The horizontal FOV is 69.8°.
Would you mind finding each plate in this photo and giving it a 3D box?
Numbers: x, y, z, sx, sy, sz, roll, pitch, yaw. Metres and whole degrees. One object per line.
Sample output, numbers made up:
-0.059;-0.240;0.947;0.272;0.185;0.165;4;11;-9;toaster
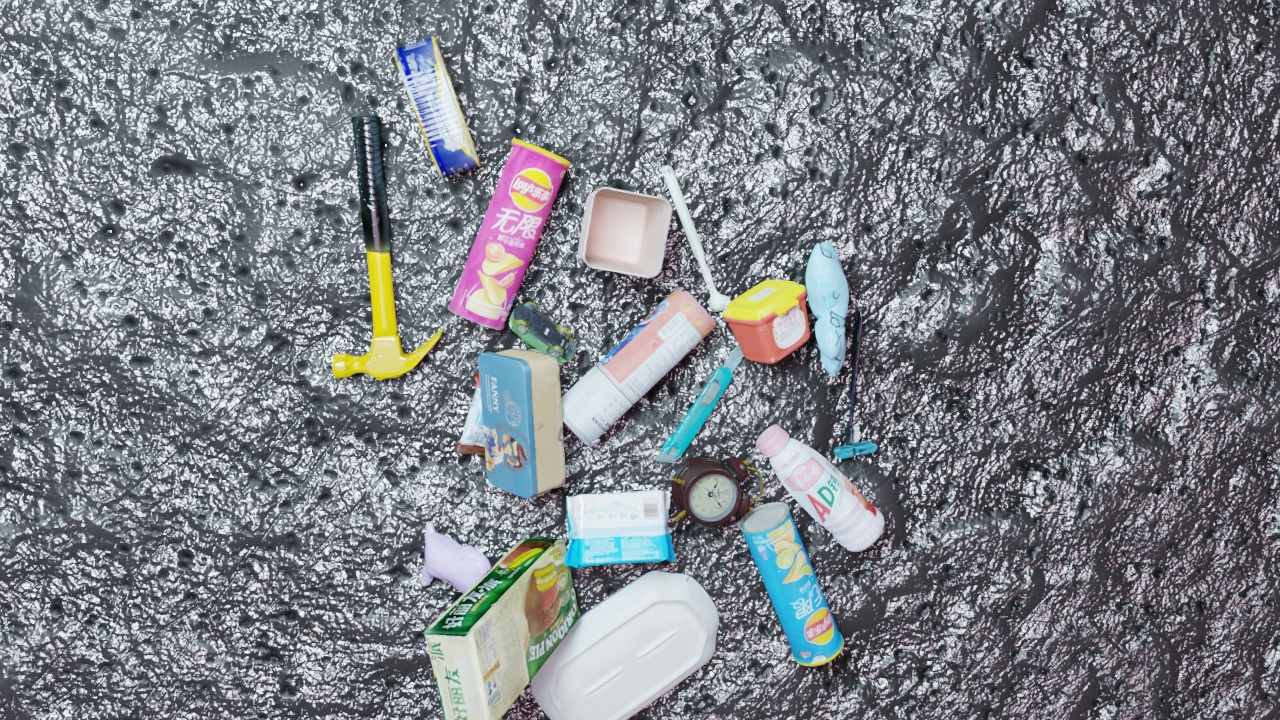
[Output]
-0.016;0.390;1.201;0.265;0.034;0.162;-33;104;-3;plate

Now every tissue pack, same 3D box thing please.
-0.027;0.210;1.144;0.140;0.063;0.090;-2;79;-12;tissue pack

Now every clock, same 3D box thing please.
0.097;0.165;1.170;0.122;0.055;0.082;-7;101;-11;clock

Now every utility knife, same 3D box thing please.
0.088;0.044;1.168;0.029;0.013;0.216;33;92;-14;utility knife

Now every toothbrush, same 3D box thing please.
0.282;0.022;1.199;0.018;0.015;0.181;-3;101;-16;toothbrush
0.066;-0.149;1.127;0.029;0.020;0.189;-17;103;26;toothbrush

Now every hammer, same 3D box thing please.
-0.301;-0.126;1.057;0.128;0.033;0.301;-5;101;-10;hammer

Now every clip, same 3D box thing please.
0.284;0.118;1.213;0.056;0.042;0.014;-13;100;-7;clip

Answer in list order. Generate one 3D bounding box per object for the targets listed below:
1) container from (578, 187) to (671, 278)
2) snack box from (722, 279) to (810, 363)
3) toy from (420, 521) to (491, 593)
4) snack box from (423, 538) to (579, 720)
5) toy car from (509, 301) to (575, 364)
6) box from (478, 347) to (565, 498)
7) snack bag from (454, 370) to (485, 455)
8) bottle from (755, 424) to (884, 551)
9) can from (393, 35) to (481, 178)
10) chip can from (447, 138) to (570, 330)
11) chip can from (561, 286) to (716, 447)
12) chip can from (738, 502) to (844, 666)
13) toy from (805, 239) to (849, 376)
-0.024;-0.149;1.062;0.090;0.111;0.090;8;98;-12;container
0.160;-0.046;1.126;0.091;0.082;0.080;-32;114;-27;snack box
-0.226;0.252;1.118;0.108;0.038;0.084;14;103;26;toy
-0.151;0.305;1.060;0.063;0.239;0.114;-5;103;21;snack box
-0.119;-0.031;1.100;0.091;0.043;0.036;41;132;-20;toy car
-0.139;0.066;1.082;0.061;0.090;0.184;-20;111;-45;box
-0.193;0.064;1.113;0.048;0.026;0.104;9;100;-35;snack bag
0.229;0.163;1.190;0.197;0.068;0.068;44;90;-12;bottle
-0.225;-0.280;1.022;0.049;0.074;0.148;-20;103;-4;can
-0.153;-0.144;1.060;0.071;0.071;0.210;22;96;-13;chip can
-0.007;0.007;1.114;0.214;0.071;0.071;-43;104;0;chip can
0.198;0.294;1.204;0.071;0.071;0.210;-25;103;-5;chip can
0.233;-0.072;1.133;0.050;0.161;0.156;-6;62;17;toy
